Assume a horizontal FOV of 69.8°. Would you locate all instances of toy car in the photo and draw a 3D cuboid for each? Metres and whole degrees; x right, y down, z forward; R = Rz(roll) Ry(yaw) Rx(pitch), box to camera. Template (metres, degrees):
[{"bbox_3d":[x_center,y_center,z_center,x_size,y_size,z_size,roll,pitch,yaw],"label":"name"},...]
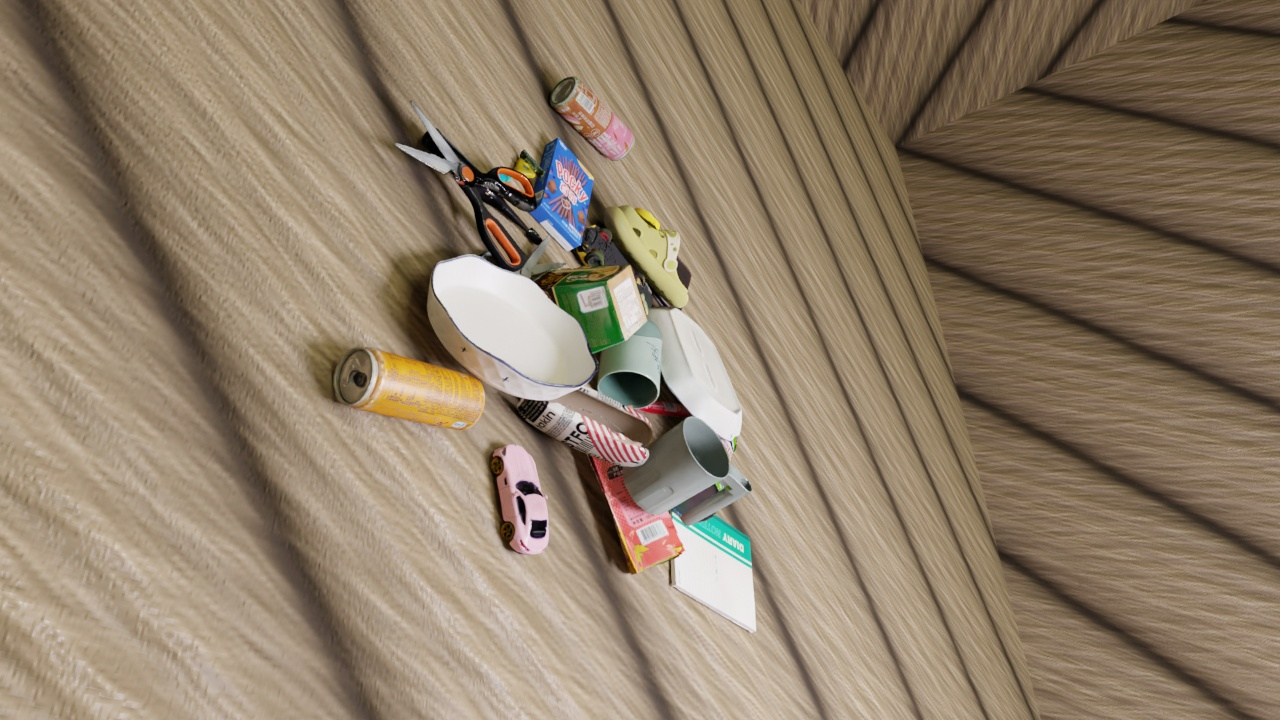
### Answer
[{"bbox_3d":[-0.126,0.147,0.982,0.056,0.037,0.122,16,56,-57],"label":"toy car"},{"bbox_3d":[-0.038,-0.125,1.315,0.156,0.041,0.071,48,34,-27],"label":"toy car"}]

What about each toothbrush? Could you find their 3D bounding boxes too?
[{"bbox_3d":[-0.189,-0.209,1.136,0.212,0.026,0.027,42,16,-43],"label":"toothbrush"}]

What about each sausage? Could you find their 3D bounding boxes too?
[{"bbox_3d":[0.033,0.069,1.324,0.155,0.020,0.020,12,60,-56],"label":"sausage"}]

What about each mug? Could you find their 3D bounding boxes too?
[{"bbox_3d":[0.055,0.141,1.101,0.124,0.104,0.083,45,29,-18],"label":"mug"},{"bbox_3d":[-0.007,0.007,1.238,0.112,0.082,0.106,57,28,-43],"label":"mug"}]

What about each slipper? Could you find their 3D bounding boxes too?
[{"bbox_3d":[0.021,-0.166,1.374,0.190,0.081,0.091,51,-7,-21],"label":"slipper"}]

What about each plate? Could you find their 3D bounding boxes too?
[{"bbox_3d":[-0.143,-0.032,0.998,0.205,0.046,0.204,33,24,-17],"label":"plate"},{"bbox_3d":[0.083,0.007,1.349,0.162,0.034,0.265,36,22,-32],"label":"plate"}]

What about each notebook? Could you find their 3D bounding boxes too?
[{"bbox_3d":[0.103,0.284,1.302,0.209,0.012,0.150,39,39,-41],"label":"notebook"}]

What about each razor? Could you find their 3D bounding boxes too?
[{"bbox_3d":[-0.169,-0.244,1.189,0.043,0.028,0.132,50,25,-3],"label":"razor"}]

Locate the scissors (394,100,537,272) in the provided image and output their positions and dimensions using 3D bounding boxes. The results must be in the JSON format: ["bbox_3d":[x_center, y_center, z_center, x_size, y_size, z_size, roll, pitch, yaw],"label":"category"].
[{"bbox_3d":[-0.194,-0.206,1.084,0.223,0.022,0.221,-38,106,-58],"label":"scissors"}]

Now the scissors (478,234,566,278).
[{"bbox_3d":[-0.146,-0.108,1.140,0.159,0.014,0.171,28,50,-47],"label":"scissors"}]

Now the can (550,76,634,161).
[{"bbox_3d":[-0.073,-0.370,1.412,0.147,0.058,0.057,36,42,-44],"label":"can"}]

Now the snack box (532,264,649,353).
[{"bbox_3d":[-0.061,-0.064,1.147,0.117,0.106,0.118,-45,121,-59],"label":"snack box"}]

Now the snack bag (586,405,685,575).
[{"bbox_3d":[-0.013,0.157,1.144,0.128,0.073,0.207,-4,69,-58],"label":"snack bag"}]

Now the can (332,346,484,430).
[{"bbox_3d":[-0.218,0.029,0.883,0.146,0.058,0.058,21,53,-53],"label":"can"}]

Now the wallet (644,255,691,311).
[{"bbox_3d":[0.043,-0.133,1.484,0.096,0.020,0.122,47,35,-24],"label":"wallet"}]

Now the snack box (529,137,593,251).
[{"bbox_3d":[-0.109,-0.235,1.288,0.084,0.026,0.156,45,36,-35],"label":"snack box"}]

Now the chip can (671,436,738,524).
[{"bbox_3d":[0.089,0.143,1.259,0.072,0.072,0.235,63,16,-9],"label":"chip can"}]

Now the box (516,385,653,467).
[{"bbox_3d":[-0.063,0.066,1.068,0.163,0.074,0.079,24,54,-12],"label":"box"}]
